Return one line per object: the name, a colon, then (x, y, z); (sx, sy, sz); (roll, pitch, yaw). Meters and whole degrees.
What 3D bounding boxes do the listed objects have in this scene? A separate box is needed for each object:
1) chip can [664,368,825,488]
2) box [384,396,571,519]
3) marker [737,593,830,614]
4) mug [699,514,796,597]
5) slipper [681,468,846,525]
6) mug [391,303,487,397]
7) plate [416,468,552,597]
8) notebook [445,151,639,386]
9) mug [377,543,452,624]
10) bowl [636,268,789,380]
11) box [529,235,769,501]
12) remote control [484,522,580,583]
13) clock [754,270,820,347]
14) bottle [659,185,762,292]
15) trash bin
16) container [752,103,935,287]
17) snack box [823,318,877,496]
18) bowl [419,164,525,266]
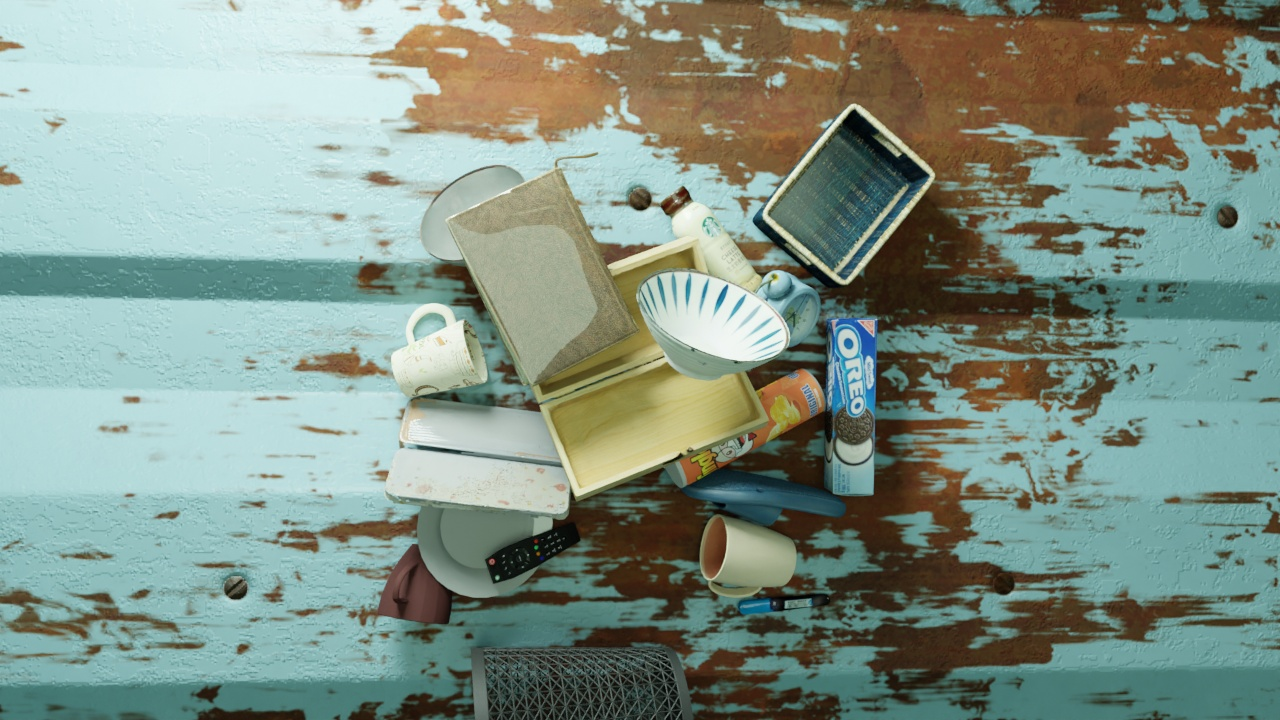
chip can: (0.127, 0.083, 1.146); (0.210, 0.062, 0.062); (-27, 94, -14)
box: (-0.188, 0.121, 1.112); (0.216, 0.043, 0.148); (8, 54, -5)
marker: (0.188, 0.318, 1.202); (0.123, 0.015, 0.018); (-3, 95, -7)
mug: (0.133, 0.258, 1.168); (0.104, 0.085, 0.112); (14, 119, -16)
slipper: (0.155, 0.178, 1.153); (0.213, 0.104, 0.059); (9, 93, -9)
mug: (-0.254, -0.015, 1.132); (0.097, 0.081, 0.122); (-18, 72, 3)
plate: (-0.194, 0.206, 1.143); (0.172, 0.019, 0.172); (2, 85, -27)
notebook: (-0.093, -0.105, 1.039); (0.190, 0.034, 0.215); (-27, 94, -10)
mug: (-0.273, 0.270, 1.118); (0.087, 0.114, 0.088); (7, 77, 11)
bowl: (0.072, -0.026, 1.029); (0.177, 0.177, 0.071); (16, 123, -5)
box: (-0.008, 0.006, 1.100); (0.247, 0.097, 0.261); (-21, 83, -9)
remote control: (-0.134, 0.239, 1.152); (0.124, 0.010, 0.039); (-21, 95, -27)
clock: (0.172, -0.064, 1.140); (0.124, 0.052, 0.089); (15, 106, -45)
bottle: (0.087, -0.144, 1.157); (0.056, 0.056, 0.162); (-38, 94, -3)
trash bin: (-0.073, 0.442, 1.096); (0.243, 0.217, 0.217); (-4, 92, -11)
container: (0.254, -0.205, 1.161); (0.145, 0.071, 0.187); (40, 88, -5)
snack box: (0.269, 0.058, 1.179); (0.059, 0.059, 0.226); (1, 92, -1)
bowl: (-0.190, -0.164, 1.115); (0.150, 0.150, 0.057); (-38, 139, -3)
